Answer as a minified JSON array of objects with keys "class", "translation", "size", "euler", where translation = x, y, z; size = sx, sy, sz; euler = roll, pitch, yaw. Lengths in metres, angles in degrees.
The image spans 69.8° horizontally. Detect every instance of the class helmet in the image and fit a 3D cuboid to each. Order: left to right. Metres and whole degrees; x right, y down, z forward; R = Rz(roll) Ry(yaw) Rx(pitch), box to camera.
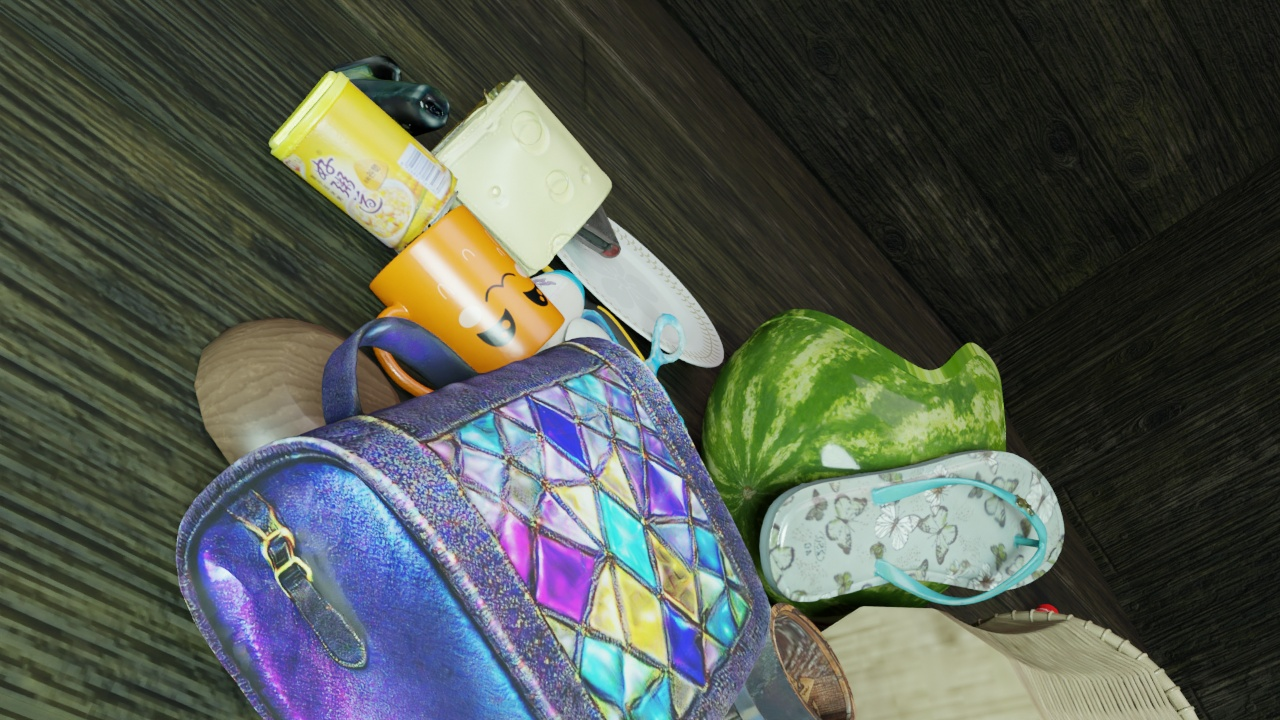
[{"class":"helmet","translation":[0.162,0.088,0.729],"size":[0.246,0.214,0.243],"euler":[7,81,-42]}]

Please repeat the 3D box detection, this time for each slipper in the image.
[{"class":"slipper","translation":[0.199,0.108,0.597],"size":[0.268,0.055,0.098],"euler":[4,89,-28]}]

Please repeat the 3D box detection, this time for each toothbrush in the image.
[{"class":"toothbrush","translation":[-0.061,-0.056,0.773],"size":[0.196,0.031,0.030],"euler":[48,13,0]}]

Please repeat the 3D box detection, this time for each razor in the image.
[{"class":"razor","translation":[-0.173,-0.185,0.641],"size":[0.054,0.067,0.151],"euler":[35,-10,-39]}]

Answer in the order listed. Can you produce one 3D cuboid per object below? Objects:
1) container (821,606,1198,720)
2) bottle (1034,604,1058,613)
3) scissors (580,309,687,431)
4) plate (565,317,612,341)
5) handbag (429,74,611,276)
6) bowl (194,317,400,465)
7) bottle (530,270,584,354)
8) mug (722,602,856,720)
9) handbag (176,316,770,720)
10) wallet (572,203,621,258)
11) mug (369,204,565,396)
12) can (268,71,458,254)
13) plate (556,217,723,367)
[{"class":"container","translation":[0.214,0.262,0.581],"size":[0.196,0.227,0.226],"euler":[23,35,-39]},{"class":"bottle","translation":[0.626,0.404,1.428],"size":[0.118,0.036,0.036],"euler":[11,46,-59]},{"class":"scissors","translation":[-0.006,0.004,0.750],"size":[0.137,0.011,0.133],"euler":[31,55,-24]},{"class":"plate","translation":[-0.026,0.018,0.666],"size":[0.104,0.026,0.104],"euler":[-10,89,-78]},{"class":"handbag","translation":[-0.098,-0.141,0.705],"size":[0.119,0.111,0.081],"euler":[45,-5,-21]},{"class":"bowl","translation":[-0.156,0.021,0.452],"size":[0.118,0.030,0.117],"euler":[42,23,-24]},{"class":"bottle","translation":[-0.070,-0.038,0.691],"size":[0.051,0.051,0.146],"euler":[48,22,-10]},{"class":"mug","translation":[0.050,0.199,0.484],"size":[0.080,0.107,0.115],"euler":[45,23,-18]},{"class":"handbag","translation":[-0.064,0.080,0.400],"size":[0.222,0.126,0.204],"euler":[58,27,4]},{"class":"wallet","translation":[-0.077,-0.145,0.830],"size":[0.120,0.031,0.099],"euler":[29,21,-31]},{"class":"mug","translation":[-0.116,-0.025,0.565],"size":[0.096,0.078,0.112],"euler":[48,53,-10]},{"class":"can","translation":[-0.177,-0.126,0.592],"size":[0.105,0.068,0.067],"euler":[41,24,-27]},{"class":"plate","translation":[-0.014,-0.077,0.884],"size":[0.242,0.016,0.242],"euler":[38,20,-16]}]
